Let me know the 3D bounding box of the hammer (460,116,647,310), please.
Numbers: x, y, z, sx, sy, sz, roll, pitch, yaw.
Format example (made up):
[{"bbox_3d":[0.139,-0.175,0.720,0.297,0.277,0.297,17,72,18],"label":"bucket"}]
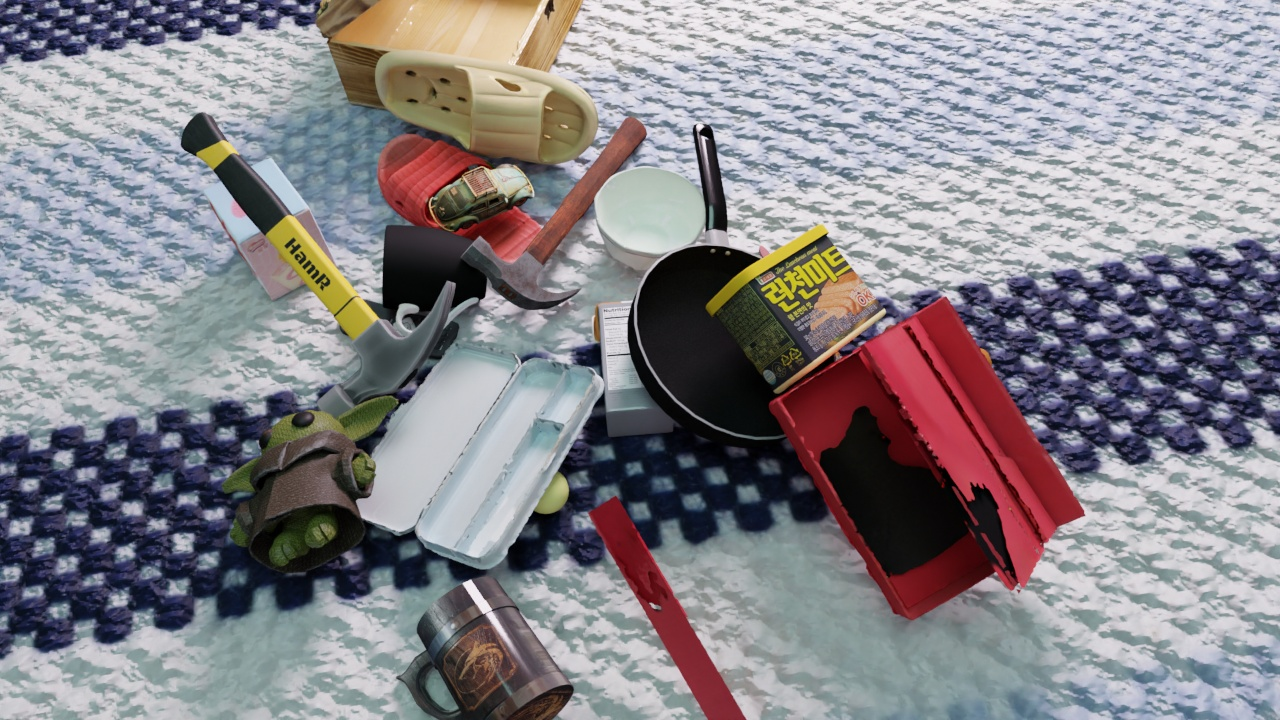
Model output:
[{"bbox_3d":[-0.067,-0.169,0.981,0.111,0.028,0.299,42,52,-14],"label":"hammer"}]

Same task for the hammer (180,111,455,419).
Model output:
[{"bbox_3d":[-0.317,-0.106,0.863,0.170,0.034,0.324,-41,87,3],"label":"hammer"}]

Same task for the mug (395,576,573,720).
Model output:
[{"bbox_3d":[-0.127,0.245,0.710,0.116,0.080,0.107,-45,62,5],"label":"mug"}]

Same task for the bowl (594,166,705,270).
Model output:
[{"bbox_3d":[0.009,-0.139,0.958,0.117,0.061,0.117,2,59,-4],"label":"bowl"}]

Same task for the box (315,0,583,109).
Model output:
[{"bbox_3d":[-0.238,-0.473,1.075,0.270,0.264,0.278,11,59,11],"label":"box"}]

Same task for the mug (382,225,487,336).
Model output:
[{"bbox_3d":[-0.205,-0.076,0.916,0.100,0.085,0.118,3,66,-13],"label":"mug"}]

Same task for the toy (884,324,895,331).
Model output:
[{"bbox_3d":[0.284,-0.007,0.882,0.090,0.071,0.103,1,33,-13],"label":"toy"}]

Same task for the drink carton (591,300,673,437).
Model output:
[{"bbox_3d":[-0.005,0.005,0.873,0.076,0.049,0.124,-5,57,-1],"label":"drink carton"}]

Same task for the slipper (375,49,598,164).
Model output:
[{"bbox_3d":[-0.179,-0.269,1.011,0.261,0.112,0.079,16,48,6],"label":"slipper"}]

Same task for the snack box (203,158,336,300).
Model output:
[{"bbox_3d":[-0.382,-0.135,0.950,0.079,0.095,0.093,-33,62,-19],"label":"snack box"}]

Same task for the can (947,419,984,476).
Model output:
[{"bbox_3d":[0.277,0.074,0.825,0.038,0.038,0.079,-9,57,-5],"label":"can"}]

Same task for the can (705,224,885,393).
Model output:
[{"bbox_3d":[0.141,-0.046,0.823,0.130,0.073,0.101,-32,82,-35],"label":"can"}]

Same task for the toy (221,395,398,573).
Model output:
[{"bbox_3d":[-0.287,0.107,0.785,0.179,0.078,0.152,-27,46,5],"label":"toy"}]

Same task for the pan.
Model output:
[{"bbox_3d":[0.076,-0.080,0.882,0.204,0.044,0.355,6,60,-21],"label":"pan"}]

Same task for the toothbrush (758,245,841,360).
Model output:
[{"bbox_3d":[0.161,-0.054,0.928,0.015,0.016,0.184,-14,55,-16],"label":"toothbrush"}]

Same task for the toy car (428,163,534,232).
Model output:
[{"bbox_3d":[-0.162,-0.173,0.943,0.111,0.047,0.047,-29,79,-23],"label":"toy car"}]

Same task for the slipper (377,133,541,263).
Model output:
[{"bbox_3d":[-0.200,-0.180,0.996,0.249,0.059,0.103,39,65,22],"label":"slipper"}]

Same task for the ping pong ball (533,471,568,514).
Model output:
[{"bbox_3d":[-0.083,0.115,0.808,0.040,0.040,0.040,-1,56,1],"label":"ping pong ball"}]

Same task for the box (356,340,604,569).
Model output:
[{"bbox_3d":[-0.150,0.076,0.826,0.190,0.038,0.208,9,54,30],"label":"box"}]

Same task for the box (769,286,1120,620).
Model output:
[{"bbox_3d":[0.340,0.007,0.692,0.468,0.138,0.214,-32,81,16],"label":"box"}]

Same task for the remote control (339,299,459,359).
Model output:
[{"bbox_3d":[-0.247,-0.034,0.929,0.124,0.009,0.046,14,58,11],"label":"remote control"}]
